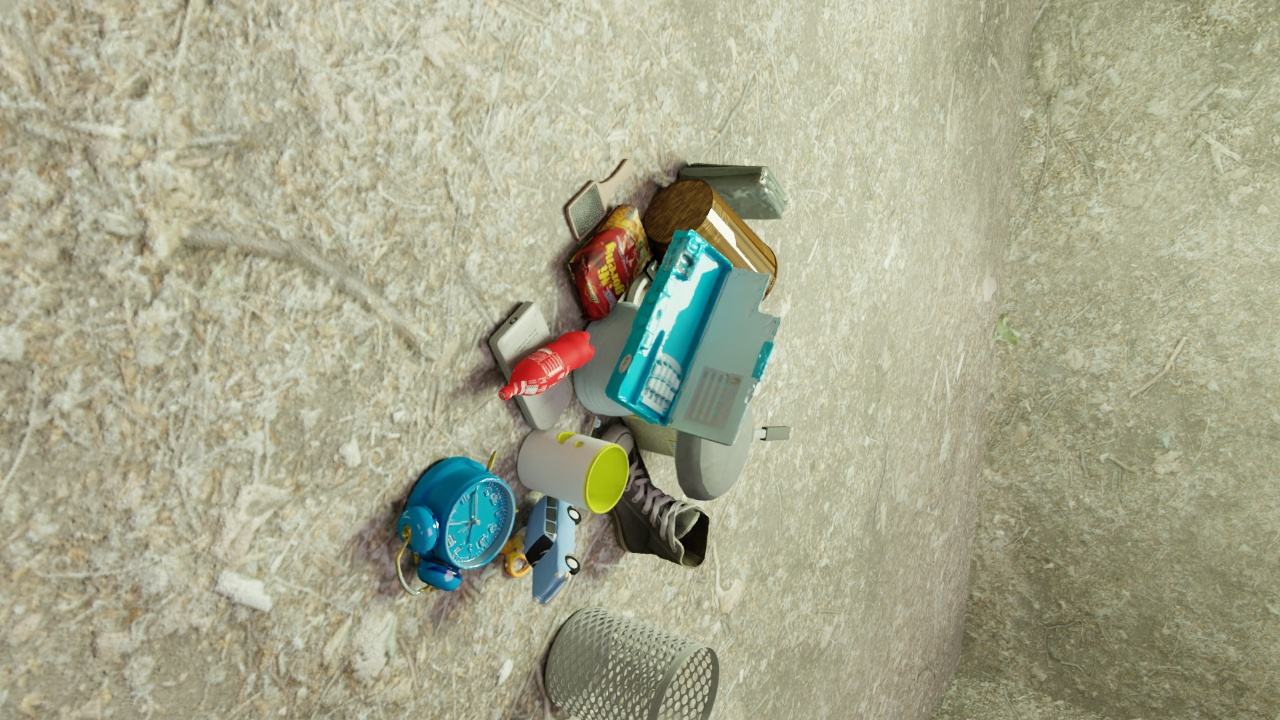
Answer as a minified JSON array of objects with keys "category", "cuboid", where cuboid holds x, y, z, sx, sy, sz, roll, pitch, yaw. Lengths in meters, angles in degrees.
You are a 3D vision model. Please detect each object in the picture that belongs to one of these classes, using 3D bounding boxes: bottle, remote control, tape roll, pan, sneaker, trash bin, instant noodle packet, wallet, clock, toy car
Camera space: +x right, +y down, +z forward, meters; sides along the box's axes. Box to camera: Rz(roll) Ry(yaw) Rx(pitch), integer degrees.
[{"category":"bottle","cuboid":[-0.106,0.008,1.018,0.141,0.042,0.042,-36,129,-45]},{"category":"remote control","cuboid":[-0.123,0.010,1.052,0.074,0.019,0.151,-52,139,-33]},{"category":"tape roll","cuboid":[0.011,-0.074,1.229,0.092,0.013,0.093,-27,123,-50]},{"category":"pan","cuboid":[0.148,0.105,1.286,0.356,0.041,0.178,6,93,-61]},{"category":"sneaker","cuboid":[0.014,0.185,1.231,0.095,0.120,0.235,-45,133,-39]},{"category":"remote control","cuboid":[0.039,-0.095,1.240,0.030,0.009,0.140,-64,145,-18]},{"category":"trash bin","cuboid":[-0.014,0.421,1.213,0.156,0.183,0.157,-26,122,-50]},{"category":"instant noodle packet","cuboid":[-0.035,-0.120,1.122,0.135,0.040,0.099,-53,148,-33]},{"category":"wallet","cuboid":[0.125,-0.227,1.238,0.100,0.132,0.054,35,68,-56]},{"category":"clock","cuboid":[-0.197,0.175,0.961,0.161,0.060,0.117,-46,137,-36]},{"category":"toy car","cuboid":[-0.105,0.214,1.065,0.054,0.153,0.056,31,115,-19]}]

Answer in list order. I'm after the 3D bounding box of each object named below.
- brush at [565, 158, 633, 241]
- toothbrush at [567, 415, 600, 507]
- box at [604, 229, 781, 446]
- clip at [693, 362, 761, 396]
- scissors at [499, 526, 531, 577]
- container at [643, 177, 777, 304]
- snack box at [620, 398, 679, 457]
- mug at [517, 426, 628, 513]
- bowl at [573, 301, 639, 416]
[{"category":"brush","cuboid":[-0.042,-0.200,1.102,0.135,0.015,0.050,-52,141,-33]},{"category":"toothbrush","cuboid":[-0.087,0.157,1.157,0.024,0.022,0.185,21,82,-17]},{"category":"box","cuboid":[0.070,-0.025,1.112,0.084,0.171,0.227,138,-25,-75]},{"category":"clip","cuboid":[0.147,0.001,1.403,0.151,0.105,0.127,-43,133,-55]},{"category":"scissors","cuboid":[-0.158,0.216,1.080,0.128,0.013,0.065,44,64,-54]},{"category":"container","cuboid":[0.089,-0.153,1.223,0.167,0.132,0.132,42,66,-47]},{"category":"snack box","cuboid":[0.040,0.084,1.244,0.061,0.106,0.084,-60,145,-31]},{"category":"mug","cuboid":[-0.080,0.127,1.079,0.082,0.106,0.083,-25,121,-51]},{"category":"bowl","cuboid":[-0.007,0.007,1.160,0.150,0.075,0.151,-24,123,-43]}]
